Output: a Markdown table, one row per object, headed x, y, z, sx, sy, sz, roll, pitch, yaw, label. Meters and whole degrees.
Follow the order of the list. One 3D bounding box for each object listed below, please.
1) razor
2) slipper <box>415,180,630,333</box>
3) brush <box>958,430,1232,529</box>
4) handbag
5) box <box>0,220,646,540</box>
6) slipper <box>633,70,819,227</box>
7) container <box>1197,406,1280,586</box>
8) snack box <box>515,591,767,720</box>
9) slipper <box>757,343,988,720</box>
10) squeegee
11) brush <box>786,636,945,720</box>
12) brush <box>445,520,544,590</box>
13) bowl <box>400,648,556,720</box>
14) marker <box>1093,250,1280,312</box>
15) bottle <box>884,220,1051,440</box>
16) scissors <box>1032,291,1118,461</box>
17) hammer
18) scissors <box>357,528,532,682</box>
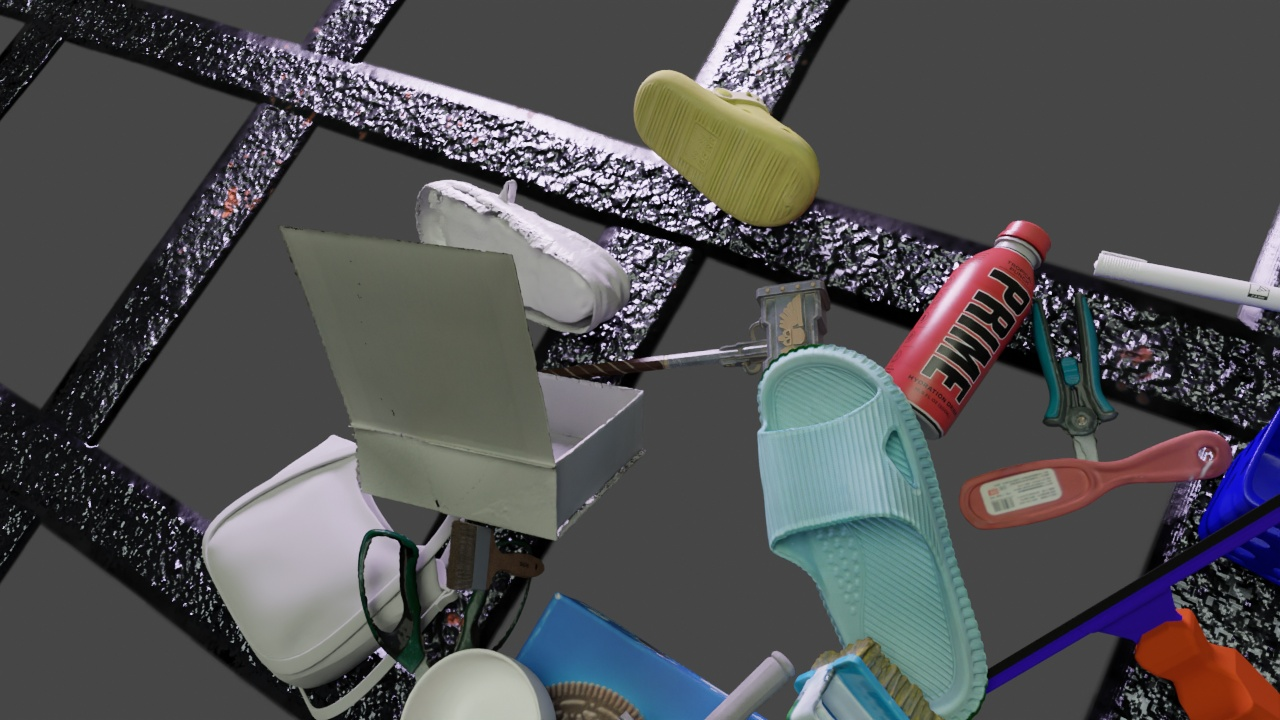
| x | y | z | sx | sy | sz | roll | pitch | yaw | label |
| --- | --- | --- | --- | --- | --- | --- | --- | --- | --- |
| 0.052 | 0.231 | 0.584 | 0.116 | 0.047 | 0.088 | -39 | 60 | -12 | razor |
| -0.113 | -0.101 | 0.830 | 0.247 | 0.074 | 0.112 | 27 | 108 | 29 | slipper |
| 0.306 | 0.082 | 0.627 | 0.172 | 0.030 | 0.041 | -16 | 74 | 15 | brush |
| -0.226 | 0.156 | 0.765 | 0.222 | 0.096 | 0.216 | -37 | 63 | -14 | handbag |
| -0.150 | 0.005 | 0.549 | 0.167 | 0.506 | 0.148 | 9 | 74 | 20 | box |
| 0.081 | -0.192 | 0.810 | 0.190 | 0.092 | 0.081 | 36 | 42 | 19 | slipper |
| 0.403 | 0.083 | 0.551 | 0.084 | 0.113 | 0.085 | 31 | 79 | 27 | container |
| -0.009 | 0.302 | 0.623 | 0.239 | 0.056 | 0.195 | 25 | 76 | 27 | snack box |
| 0.149 | 0.114 | 0.619 | 0.116 | 0.069 | 0.276 | -24 | 73 | 24 | slipper |
| 0.348 | 0.203 | 0.538 | 0.185 | 0.055 | 0.250 | 48 | 123 | 12 | squeegee |
| 0.153 | 0.245 | 0.563 | 0.136 | 0.075 | 0.056 | 50 | 131 | 2 | brush |
| -0.102 | 0.147 | 0.674 | 0.008 | 0.143 | 0.045 | -3 | 74 | 18 | brush |
| -0.104 | 0.251 | 0.615 | 0.105 | 0.054 | 0.104 | -10 | 60 | 17 | bowl |
| 0.404 | -0.058 | 0.669 | 0.134 | 0.017 | 0.020 | 16 | 74 | 24 | marker |
| 0.245 | -0.028 | 0.683 | 0.062 | 0.062 | 0.176 | 33 | 80 | 27 | bottle |
| 0.308 | 0.019 | 0.667 | 0.139 | 0.019 | 0.129 | 41 | 90 | 26 | scissors |
| -0.004 | 0.004 | 0.767 | 0.322 | 0.044 | 0.098 | -7 | 65 | 18 | hammer |
| -0.134 | 0.222 | 0.704 | 0.154 | 0.015 | 0.209 | -9 | 77 | -21 | scissors |
